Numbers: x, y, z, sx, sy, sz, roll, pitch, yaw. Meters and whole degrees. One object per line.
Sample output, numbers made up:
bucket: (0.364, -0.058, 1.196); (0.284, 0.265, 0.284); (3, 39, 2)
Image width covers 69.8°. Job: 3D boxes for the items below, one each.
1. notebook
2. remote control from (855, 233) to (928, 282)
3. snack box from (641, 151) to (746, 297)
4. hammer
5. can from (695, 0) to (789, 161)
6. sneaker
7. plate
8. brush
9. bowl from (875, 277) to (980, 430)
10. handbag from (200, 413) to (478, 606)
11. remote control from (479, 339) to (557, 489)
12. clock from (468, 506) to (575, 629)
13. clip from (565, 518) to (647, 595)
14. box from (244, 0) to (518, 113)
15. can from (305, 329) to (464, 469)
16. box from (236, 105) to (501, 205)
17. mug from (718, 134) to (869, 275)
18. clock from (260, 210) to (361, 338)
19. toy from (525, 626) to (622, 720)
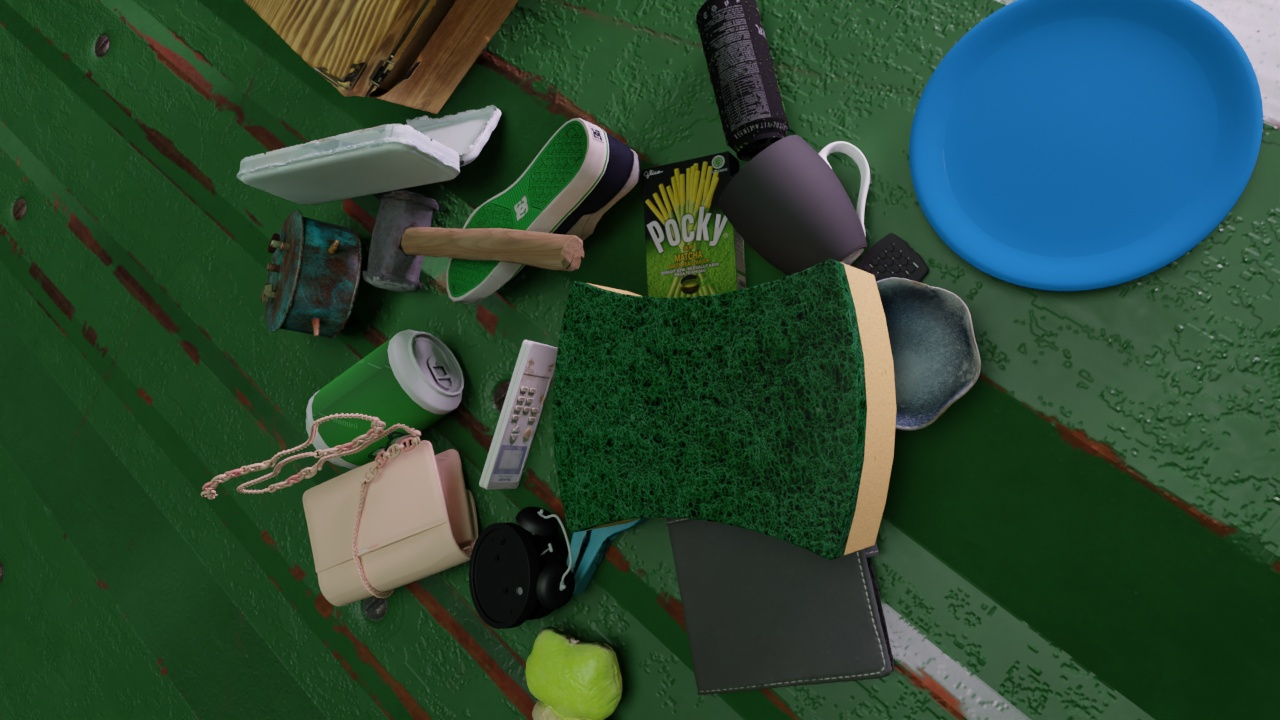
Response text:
notebook: (0.101, 0.149, 0.723); (0.170, 0.029, 0.209); (-16, 81, 26)
remote control: (0.167, -0.044, 0.722); (0.125, 0.009, 0.046); (-45, 68, 15)
snack box: (0.046, -0.095, 0.778); (0.080, 0.025, 0.147); (-7, 81, 25)
hammer: (-0.154, -0.102, 0.803); (0.329, 0.052, 0.098); (10, 88, 49)
can: (0.084, -0.237, 0.760); (0.054, 0.054, 0.137); (-17, 77, 23)
sneaker: (-0.090, -0.118, 0.829); (0.236, 0.079, 0.084); (-36, 55, 36)
plate: (0.310, -0.159, 0.658); (0.225, 0.024, 0.224); (-3, 82, 26)
brush: (0.055, 0.035, 0.682); (0.251, 0.075, 0.195); (-1, 87, 34)
bowl: (0.196, -0.002, 0.678); (0.110, 0.055, 0.110); (-4, 82, 26)
handbag: (-0.265, 0.146, 0.812); (0.199, 0.187, 0.116); (-22, 68, 17)
remote control: (-0.107, 0.050, 0.822); (0.011, 0.050, 0.136); (18, 92, 26)
clock: (-0.098, 0.179, 0.789); (0.121, 0.042, 0.091); (-42, 56, 34)
clip: (-0.025, 0.135, 0.788); (0.119, 0.033, 0.121); (-15, 77, 20)
box: (-0.228, -0.405, 0.820); (0.280, 0.220, 0.258); (-43, 70, 27)
can: (-0.242, 0.038, 0.869); (0.140, 0.087, 0.087); (-33, 71, 19)
box: (-0.252, -0.191, 0.872); (0.211, 0.185, 0.084); (-5, 104, 24)
mug: (0.137, -0.119, 0.715); (0.118, 0.085, 0.100); (-35, 78, -13)
clock: (-0.342, -0.088, 0.926); (0.158, 0.073, 0.121); (22, 99, 56)
toy: (-0.059, 0.287, 0.774); (0.092, 0.046, 0.115); (6, 94, 27)
